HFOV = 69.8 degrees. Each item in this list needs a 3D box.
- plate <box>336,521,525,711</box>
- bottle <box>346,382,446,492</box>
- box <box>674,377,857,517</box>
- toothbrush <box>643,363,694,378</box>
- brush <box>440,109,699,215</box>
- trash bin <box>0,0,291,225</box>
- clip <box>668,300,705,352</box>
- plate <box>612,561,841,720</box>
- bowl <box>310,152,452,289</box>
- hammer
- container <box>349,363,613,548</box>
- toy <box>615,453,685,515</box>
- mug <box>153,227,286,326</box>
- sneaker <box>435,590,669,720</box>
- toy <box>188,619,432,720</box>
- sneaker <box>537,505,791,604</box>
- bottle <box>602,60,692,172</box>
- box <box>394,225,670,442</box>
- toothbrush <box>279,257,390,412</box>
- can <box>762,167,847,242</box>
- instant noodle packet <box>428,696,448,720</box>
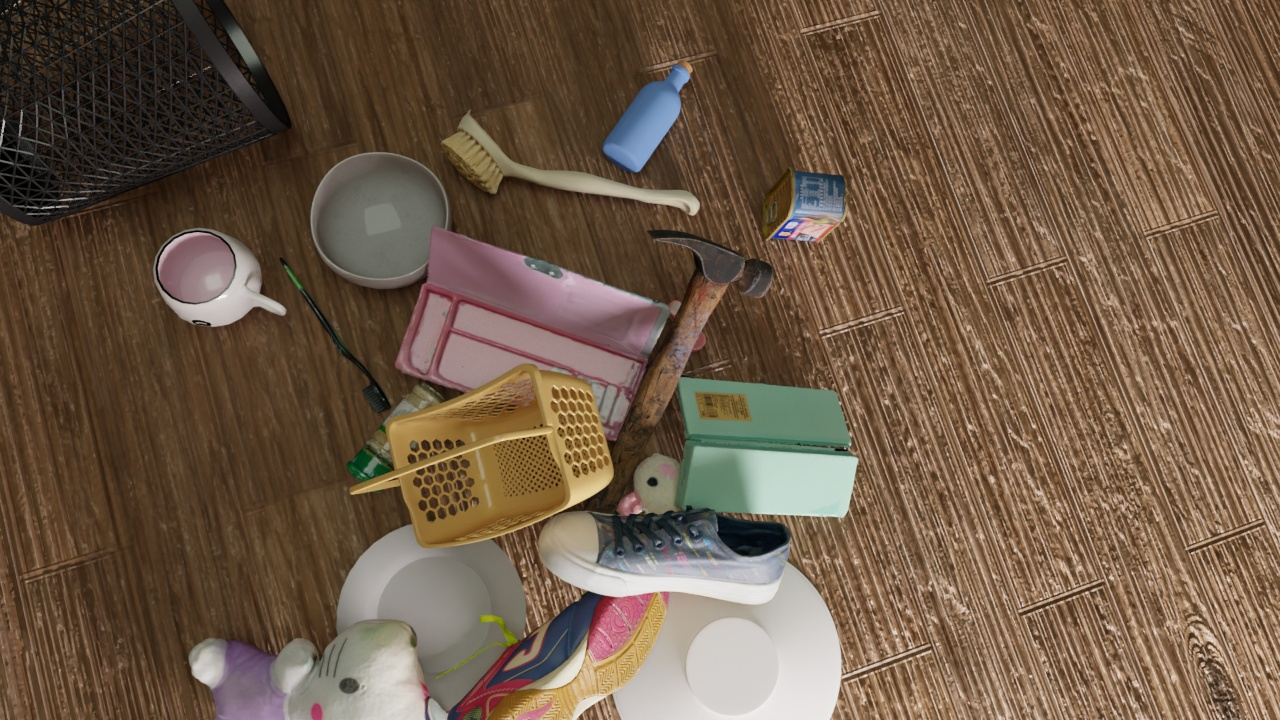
[{"bbox_3d":[-0.194,0.239,0.863,0.172,0.019,0.172,1,79,-6],"label":"plate"},{"bbox_3d":[-0.232,0.072,0.879,0.042,0.043,0.109,37,77,1],"label":"bottle"},{"bbox_3d":[0.124,0.084,0.897,0.186,0.056,0.138,4,82,-23],"label":"box"},{"bbox_3d":[-0.006,0.005,0.930,0.190,0.017,0.016,18,81,-3],"label":"toothbrush"},{"bbox_3d":[-0.070,-0.189,0.946,0.272,0.062,0.077,14,94,-8],"label":"brush"},{"bbox_3d":[-0.490,-0.253,0.836,0.243,0.217,0.217,-30,84,-5],"label":"trash bin"},{"bbox_3d":[0.045,-0.034,0.948,0.023,0.041,0.059,-30,94,-8],"label":"clip"},{"bbox_3d":[0.085,0.291,0.879,0.229,0.030,0.229,1,79,-6],"label":"plate"},{"bbox_3d":[-0.252,-0.132,0.904,0.132,0.064,0.131,1,79,-6],"label":"bowl"},{"bbox_3d":[-0.001,0.042,0.842,0.120,0.033,0.331,19,105,-22],"label":"hammer"},{"bbox_3d":[-0.137,0.088,0.794,0.184,0.166,0.129,-20,80,30],"label":"container"},{"bbox_3d":[0.031,0.132,0.897,0.112,0.050,0.087,-33,85,-6],"label":"toy"},{"bbox_3d":[-0.392,-0.071,0.870,0.124,0.076,0.090,24,77,-1],"label":"mug"},{"bbox_3d":[-0.075,0.259,0.831,0.241,0.091,0.116,-38,116,-32],"label":"sneaker"},{"bbox_3d":[-0.278,0.295,0.795,0.209,0.085,0.137,-5,90,7],"label":"toy"},{"bbox_3d":[0.027,0.160,0.825,0.235,0.087,0.079,10,122,-17],"label":"sneaker"},{"bbox_3d":[0.014,-0.262,0.968,0.048,0.048,0.131,33,77,1],"label":"bottle"},{"bbox_3d":[-0.102,-0.027,0.881,0.233,0.075,0.173,20,114,-4],"label":"box"},{"bbox_3d":[-0.305,-0.025,0.904,0.017,0.014,0.188,-37,85,-4],"label":"toothbrush"},{"bbox_3d":[0.166,-0.157,0.939,0.059,0.100,0.054,4,80,-9],"label":"can"},{"bbox_3d":[-0.236,0.446,0.800,0.268,0.057,0.147,-43,94,-13],"label":"instant noodle packet"}]
